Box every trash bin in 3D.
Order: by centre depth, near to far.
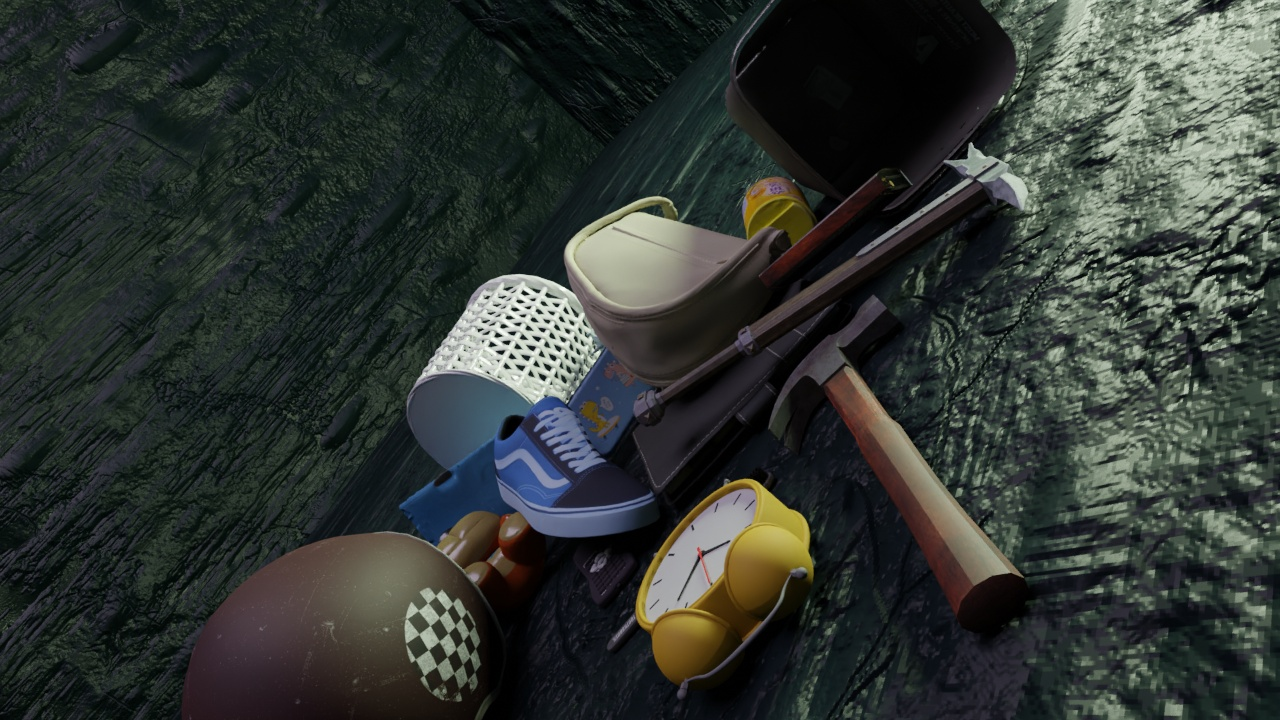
[{"bbox_3d":[0.186,-0.252,0.835,0.197,0.197,0.220,-47,8,5],"label":"trash bin"}]

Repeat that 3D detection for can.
[{"bbox_3d":[0.136,-0.139,0.904,0.068,0.067,0.105,-44,15,19],"label":"can"}]

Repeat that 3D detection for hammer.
[{"bbox_3d":[0.137,0.049,0.513,0.111,0.028,0.300,-45,16,13],"label":"hammer"},{"bbox_3d":[0.123,-0.042,0.658,0.317,0.028,0.146,-35,15,15],"label":"hammer"}]

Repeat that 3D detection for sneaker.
[{"bbox_3d":[-0.070,0.085,0.790,0.083,0.098,0.242,-12,10,-29],"label":"sneaker"}]

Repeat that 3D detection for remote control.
[{"bbox_3d":[-0.032,0.162,0.751,0.046,0.009,0.124,-50,15,-4],"label":"remote control"}]

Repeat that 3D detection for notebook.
[{"bbox_3d":[0.078,0.016,0.764,0.209,0.029,0.169,-49,14,5],"label":"notebook"}]

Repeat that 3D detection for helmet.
[{"bbox_3d":[-0.231,0.257,0.729,0.234,0.234,0.253,-15,6,20],"label":"helmet"}]

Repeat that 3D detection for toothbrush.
[{"bbox_3d":[0.032,0.138,0.627,0.167,0.013,0.013,-50,15,6],"label":"toothbrush"}]

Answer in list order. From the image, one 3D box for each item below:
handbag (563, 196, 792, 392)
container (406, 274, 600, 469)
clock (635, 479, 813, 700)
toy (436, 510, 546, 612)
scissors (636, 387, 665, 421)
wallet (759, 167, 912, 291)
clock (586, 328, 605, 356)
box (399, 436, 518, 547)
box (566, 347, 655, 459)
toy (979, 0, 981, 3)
[{"bbox_3d":[0.029,-0.061,0.853,0.183,0.132,0.229,-36,36,-20],"label":"handbag"},{"bbox_3d":[-0.156,0.025,1.103,0.190,0.189,0.186,-37,20,38],"label":"container"},{"bbox_3d":[0.047,0.127,0.534,0.113,0.052,0.152,-48,11,6],"label":"clock"},{"bbox_3d":[-0.150,0.195,0.871,0.112,0.096,0.176,-51,3,-29],"label":"toy"},{"bbox_3d":[0.052,0.004,0.892,0.180,0.016,0.108,-36,19,43],"label":"scissors"},{"bbox_3d":[0.152,-0.102,0.720,0.123,0.019,0.072,-41,-8,31],"label":"wallet"},{"bbox_3d":[0.014,-0.051,1.036,0.159,0.045,0.122,-32,20,5],"label":"clock"},{"bbox_3d":[-0.168,0.138,1.007,0.232,0.110,0.094,-35,21,43],"label":"box"},{"bbox_3d":[-0.004,0.005,0.910,0.064,0.069,0.209,1,52,54],"label":"box"},{"bbox_3d":[0.292,-0.359,0.967,0.206,0.131,0.105,129,150,-48],"label":"toy"}]
